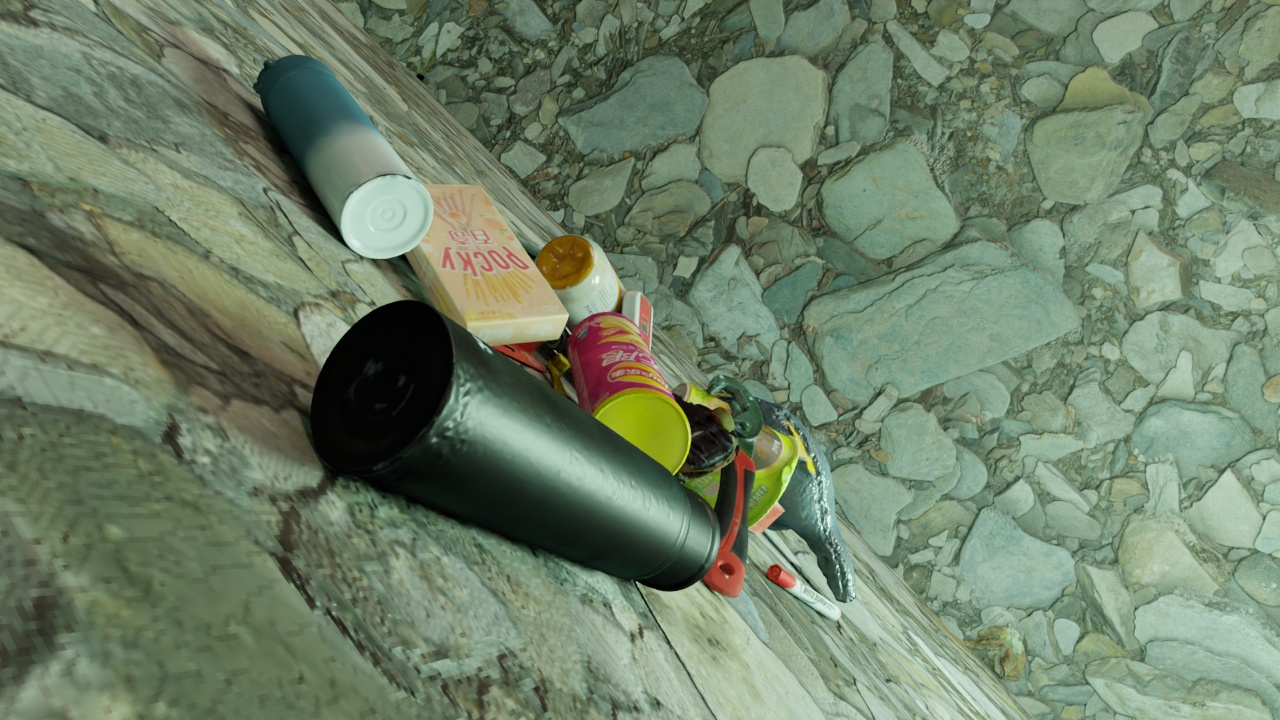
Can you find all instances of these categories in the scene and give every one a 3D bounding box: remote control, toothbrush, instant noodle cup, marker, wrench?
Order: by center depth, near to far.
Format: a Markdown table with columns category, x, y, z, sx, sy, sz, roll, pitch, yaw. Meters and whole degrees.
| category | x | y | z | sx | sy | sz | roll | pitch | yaw |
| --- | --- | --- | --- | --- | --- | --- | --- | --- | --- |
| toothbrush | -0.062 | 0.025 | 0.747 | 0.015 | 0.016 | 0.190 | 44 | 5 | -16 |
| wrench | 0.076 | 0.094 | 0.760 | 0.056 | 0.016 | 0.272 | 27 | 31 | -9 |
| remote control | -0.005 | 0.005 | 0.858 | 0.020 | 0.136 | 0.056 | 1 | -12 | 15 |
| instant noodle cup | 0.068 | 0.086 | 0.875 | 0.123 | 0.112 | 0.111 | 35 | 7 | -12 |
| marker | 0.166 | 0.234 | 0.916 | 0.145 | 0.017 | 0.017 | 40 | 7 | -43 |

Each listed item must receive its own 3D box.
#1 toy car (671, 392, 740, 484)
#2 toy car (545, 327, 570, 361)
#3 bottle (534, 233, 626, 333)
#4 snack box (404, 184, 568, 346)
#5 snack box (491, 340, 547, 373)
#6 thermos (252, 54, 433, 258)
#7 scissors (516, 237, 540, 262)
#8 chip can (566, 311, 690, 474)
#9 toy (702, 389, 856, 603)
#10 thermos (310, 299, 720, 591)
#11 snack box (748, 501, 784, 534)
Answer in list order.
| category | x | y | z | sx | sy | sz | roll | pitch | yaw |
| --- | --- | --- | --- | --- | --- | --- | --- | --- | --- |
| toy car | 0.018 | 0.055 | 0.757 | 0.158 | 0.070 | 0.042 | 28 | -44 | 55 |
| toy car | -0.101 | -0.052 | 0.908 | 0.120 | 0.037 | 0.054 | 53 | -1 | -1 |
| bottle | -0.044 | -0.052 | 0.884 | 0.068 | 0.068 | 0.189 | 48 | -4 | 26 |
| snack box | -0.125 | -0.074 | 0.676 | 0.084 | 0.026 | 0.157 | -8 | 49 | -39 |
| snack box | -0.124 | -0.058 | 0.763 | 0.127 | 0.044 | 0.113 | 47 | 6 | 22 |
| thermos | -0.220 | -0.157 | 0.667 | 0.220 | 0.070 | 0.070 | 49 | 7 | 38 |
| scissors | -0.152 | -0.129 | 0.908 | 0.170 | 0.019 | 0.171 | 26 | 2 | -6 |
| chip can | -0.015 | 0.021 | 0.702 | 0.071 | 0.071 | 0.210 | 43 | 8 | -18 |
| toy | 0.154 | 0.127 | 1.104 | 0.356 | 0.138 | 0.091 | 48 | 31 | 23 |
| thermos | -0.048 | 0.055 | 0.431 | 0.090 | 0.068 | 0.242 | 10 | -18 | 32 |
| snack box | 0.090 | 0.126 | 1.016 | 0.127 | 0.044 | 0.113 | 49 | 7 | 32 |
